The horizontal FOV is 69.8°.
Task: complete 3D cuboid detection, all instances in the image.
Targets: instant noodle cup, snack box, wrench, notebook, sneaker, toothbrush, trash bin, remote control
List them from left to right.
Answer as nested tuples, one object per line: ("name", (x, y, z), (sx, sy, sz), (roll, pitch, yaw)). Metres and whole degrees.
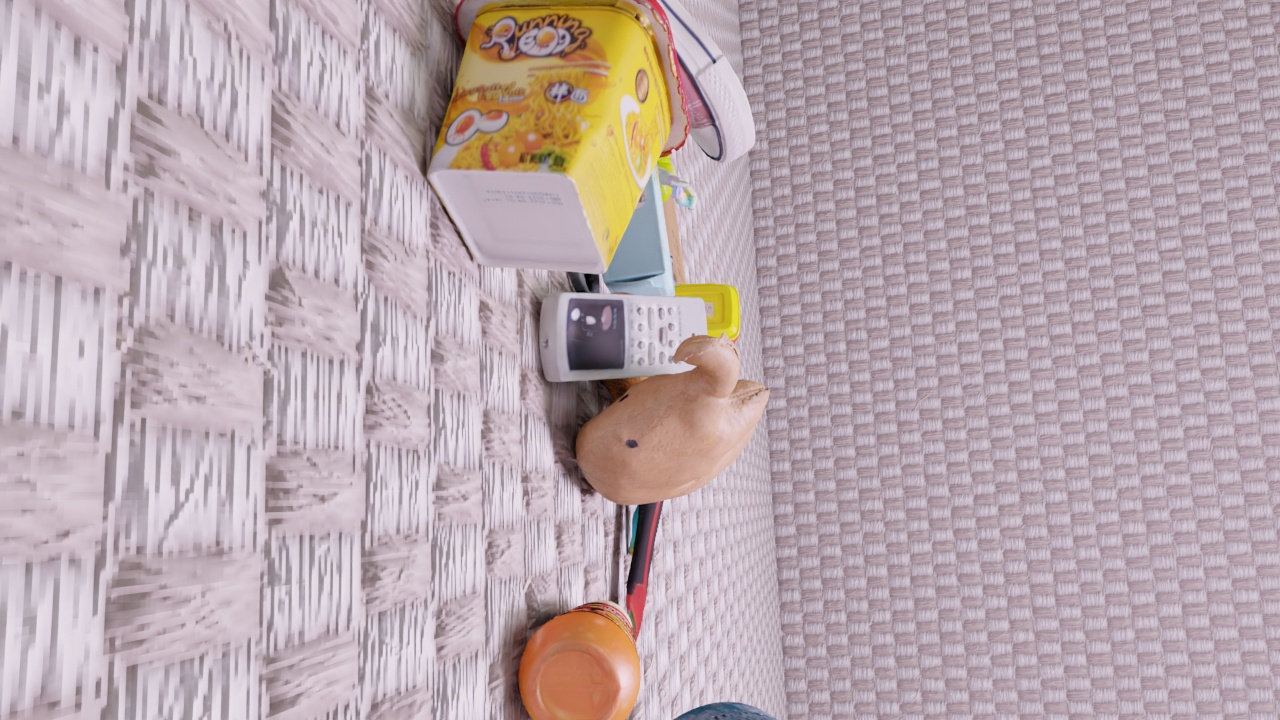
("instant noodle cup", (-0.044, -0.117, 0.472), (0.116, 0.116, 0.123), (69, 31, -55))
("sneaker", (-0.014, -0.219, 0.637), (0.241, 0.088, 0.118), (46, -1, -30))
("snack box", (-0.010, -0.136, 0.732), (0.074, 0.051, 0.174), (55, 26, -78))
("remote control", (-0.007, -0.016, 0.628), (0.149, 0.021, 0.058), (-3, 92, -47))
("wrench", (0.001, 0.174, 0.737), (0.056, 0.016, 0.272), (56, 36, -56))
("toothbrush", (0.016, -0.164, 0.820), (0.029, 0.020, 0.189), (54, 1, -24))
("notebook", (0.028, -0.167, 1.061), (0.208, 0.008, 0.147), (54, 27, -69))
("snack box", (0.065, -0.036, 1.029), (0.080, 0.091, 0.081), (80, 10, -60))
("trash bin", (0.086, 0.350, 0.632), (0.195, 0.226, 0.227), (-159, -120, -66))

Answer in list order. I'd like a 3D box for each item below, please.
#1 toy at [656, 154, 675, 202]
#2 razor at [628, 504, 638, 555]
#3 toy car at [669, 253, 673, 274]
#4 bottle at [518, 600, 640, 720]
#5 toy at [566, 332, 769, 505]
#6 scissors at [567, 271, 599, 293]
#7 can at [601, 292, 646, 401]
("toy", (0.013, -0.216, 0.943), (0.100, 0.031, 0.096), (67, 23, -18))
("razor", (0.000, 0.104, 0.804), (0.043, 0.028, 0.132), (67, 23, -68))
("toy car", (0.000, -0.096, 0.818), (0.105, 0.049, 0.031), (46, 43, -74))
("bottle", (-0.029, 0.173, 0.547), (0.149, 0.067, 0.066), (35, 51, -85))
("toy", (0.019, 0.046, 0.630), (0.082, 0.143, 0.226), (60, -6, 14))
("scissors", (-0.055, -0.099, 0.632), (0.175, 0.014, 0.133), (-21, 105, -79))
("can", (-0.004, 0.004, 0.730), (0.146, 0.058, 0.058), (64, 24, -62))
